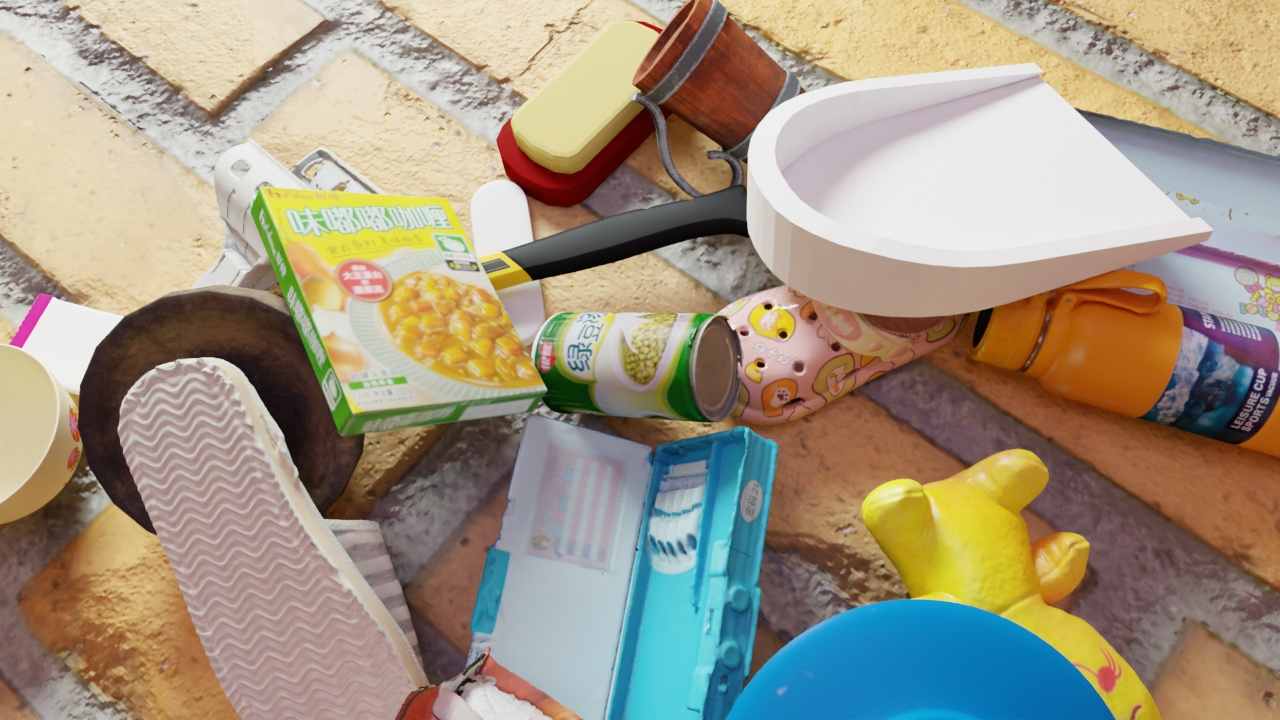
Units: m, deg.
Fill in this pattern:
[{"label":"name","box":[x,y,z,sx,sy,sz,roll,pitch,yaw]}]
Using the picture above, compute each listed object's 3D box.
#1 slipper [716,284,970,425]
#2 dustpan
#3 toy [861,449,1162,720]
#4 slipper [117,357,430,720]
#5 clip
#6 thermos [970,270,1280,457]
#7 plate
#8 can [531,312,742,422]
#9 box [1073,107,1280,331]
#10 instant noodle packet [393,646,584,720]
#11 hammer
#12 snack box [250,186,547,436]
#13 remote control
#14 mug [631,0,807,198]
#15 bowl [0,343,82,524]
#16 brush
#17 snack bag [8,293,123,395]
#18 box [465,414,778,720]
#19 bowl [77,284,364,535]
[{"label":"slipper","box":[0.131,-0.031,0.606,0.197,0.082,0.093,-22,67,-9]},{"label":"dustpan","box":[0.195,-0.123,0.585,0.257,0.053,0.191,-17,52,-8]},{"label":"toy","box":[0.195,0.154,0.519,0.134,0.088,0.193,-18,75,-20]},{"label":"slipper","box":[-0.205,0.123,0.528,0.114,0.054,0.272,-28,95,4]},{"label":"clip","box":[-0.263,-0.096,0.635,0.151,0.105,0.126,-41,47,-13]},{"label":"thermos","box":[0.338,-0.005,0.582,0.233,0.076,0.091,17,108,9]},{"label":"plate","box":[0.142,0.231,0.443,0.224,0.024,0.224,0,81,-2]},{"label":"can","box":[-0.003,0.003,0.580,0.121,0.067,0.067,2,64,31]},{"label":"box","box":[0.368,-0.088,0.641,0.214,0.041,0.151,18,82,10]},{"label":"instant noodle packet","box":[-0.039,0.274,0.447,0.221,0.084,0.164,29,96,15]},{"label":"hammer","box":[-0.080,-0.067,0.639,0.324,0.029,0.127,-15,66,2]},{"label":"snack box","box":[-0.146,-0.035,0.561,0.131,0.027,0.168,-6,56,-44]},{"label":"remote control","box":[-0.097,-0.072,0.668,0.043,0.013,0.136,-10,67,-2]},{"label":"mug","box":[0.051,-0.182,0.661,0.111,0.081,0.117,34,97,-18]},{"label":"bowl","box":[-0.412,0.057,0.593,0.118,0.074,0.117,-1,67,2]},{"label":"brush","box":[-0.034,-0.197,0.702,0.082,0.042,0.173,37,73,16]},{"label":"snack bag","box":[-0.353,0.004,0.644,0.196,0.016,0.070,13,66,8]},{"label":"box","box":[-0.008,0.151,0.539,0.168,0.086,0.226,2,66,21]},{"label":"bowl","box":[-0.249,0.032,0.570,0.162,0.070,0.162,-1,101,-3]}]
